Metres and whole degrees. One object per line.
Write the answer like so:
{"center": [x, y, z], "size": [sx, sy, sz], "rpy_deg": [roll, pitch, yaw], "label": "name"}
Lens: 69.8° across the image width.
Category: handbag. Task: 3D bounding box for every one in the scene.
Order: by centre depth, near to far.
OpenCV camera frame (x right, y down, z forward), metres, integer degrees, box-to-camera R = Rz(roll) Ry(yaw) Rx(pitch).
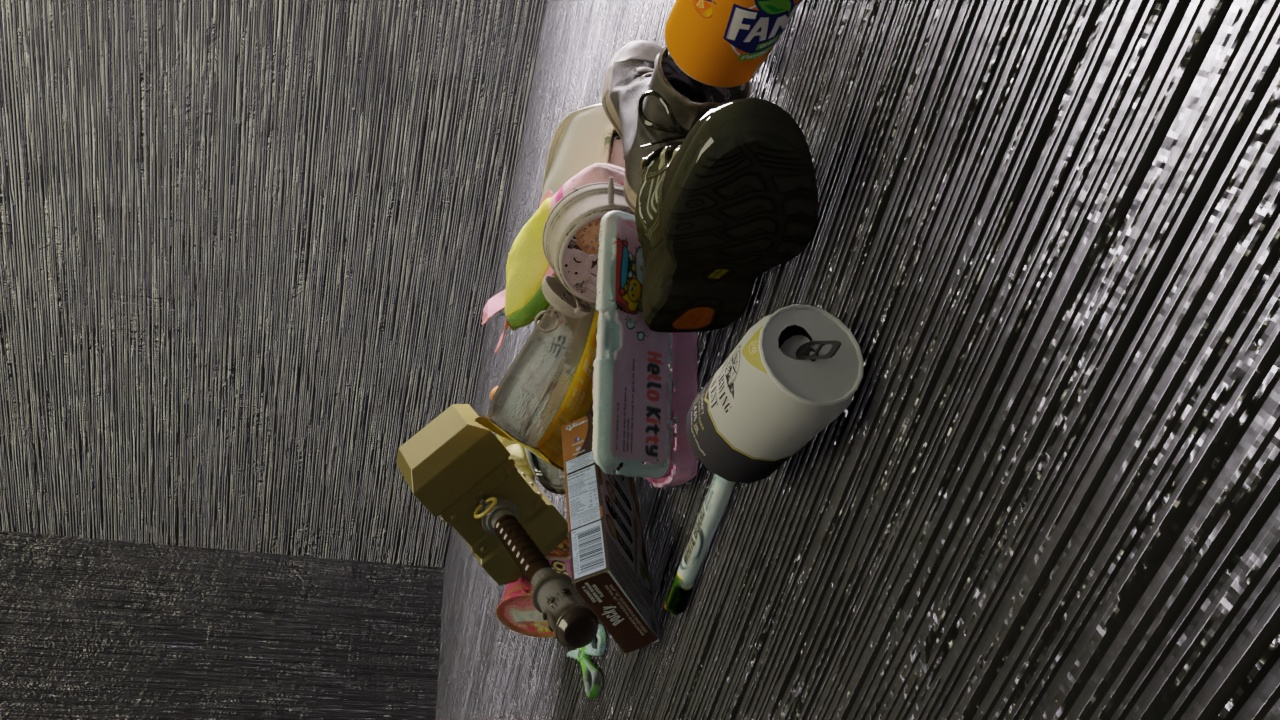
{"center": [-0.025, -0.191, 1.015], "size": [0.200, 0.092, 0.200], "rpy_deg": [1, 83, 56], "label": "handbag"}
{"center": [-0.121, 0.070, 1.124], "size": [0.112, 0.123, 0.171], "rpy_deg": [-145, 53, -76], "label": "handbag"}

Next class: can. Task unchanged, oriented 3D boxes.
{"center": [0.073, 0.019, 0.505], "size": [0.128, 0.064, 0.064], "rpy_deg": [122, 153, -58], "label": "can"}
{"center": [0.073, -0.261, 0.635], "size": [0.143, 0.079, 0.079], "rpy_deg": [128, 147, -64], "label": "can"}

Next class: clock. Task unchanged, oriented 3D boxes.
{"center": [-0.043, -0.083, 0.820], "size": [0.157, 0.103, 0.061], "rpy_deg": [-51, 32, 17], "label": "clock"}

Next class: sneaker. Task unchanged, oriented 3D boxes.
{"center": [0.051, -0.123, 0.608], "size": [0.238, 0.101, 0.142], "rpy_deg": [115, 152, -67], "label": "sneaker"}
{"center": [0.027, -0.232, 0.785], "size": [0.234, 0.095, 0.120], "rpy_deg": [-92, 19, -44], "label": "sneaker"}

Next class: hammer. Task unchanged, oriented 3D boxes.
{"center": [-0.120, 0.182, 0.908], "size": [0.100, 0.190, 0.325], "rpy_deg": [-40, 30, -10], "label": "hammer"}

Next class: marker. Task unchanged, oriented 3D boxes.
{"center": [0.043, 0.129, 0.662], "size": [0.017, 0.017, 0.147], "rpy_deg": [-102, 25, -55], "label": "marker"}

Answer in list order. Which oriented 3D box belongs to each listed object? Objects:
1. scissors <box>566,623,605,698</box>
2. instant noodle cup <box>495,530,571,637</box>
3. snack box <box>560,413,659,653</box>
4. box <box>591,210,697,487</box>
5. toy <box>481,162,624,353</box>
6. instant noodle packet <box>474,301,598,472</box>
{"center": [-0.064, 0.324, 0.990], "size": [0.176, 0.032, 0.078], "rpy_deg": [126, 147, -71], "label": "scissors"}
{"center": [-0.112, 0.253, 1.078], "size": [0.108, 0.097, 0.098], "rpy_deg": [-85, 12, -45], "label": "instant noodle cup"}
{"center": [-0.029, 0.145, 0.796], "size": [0.185, 0.032, 0.101], "rpy_deg": [-101, -14, -53], "label": "snack box"}
{"center": [0.015, -0.005, 0.719], "size": [0.150, 0.073, 0.201], "rpy_deg": [40, -131, -70], "label": "box"}
{"center": [-0.088, -0.107, 0.941], "size": [0.239, 0.087, 0.189], "rpy_deg": [-48, 23, 21], "label": "toy"}
{"center": [-0.068, -0.005, 0.941], "size": [0.221, 0.084, 0.163], "rpy_deg": [-63, -11, -10], "label": "instant noodle packet"}
